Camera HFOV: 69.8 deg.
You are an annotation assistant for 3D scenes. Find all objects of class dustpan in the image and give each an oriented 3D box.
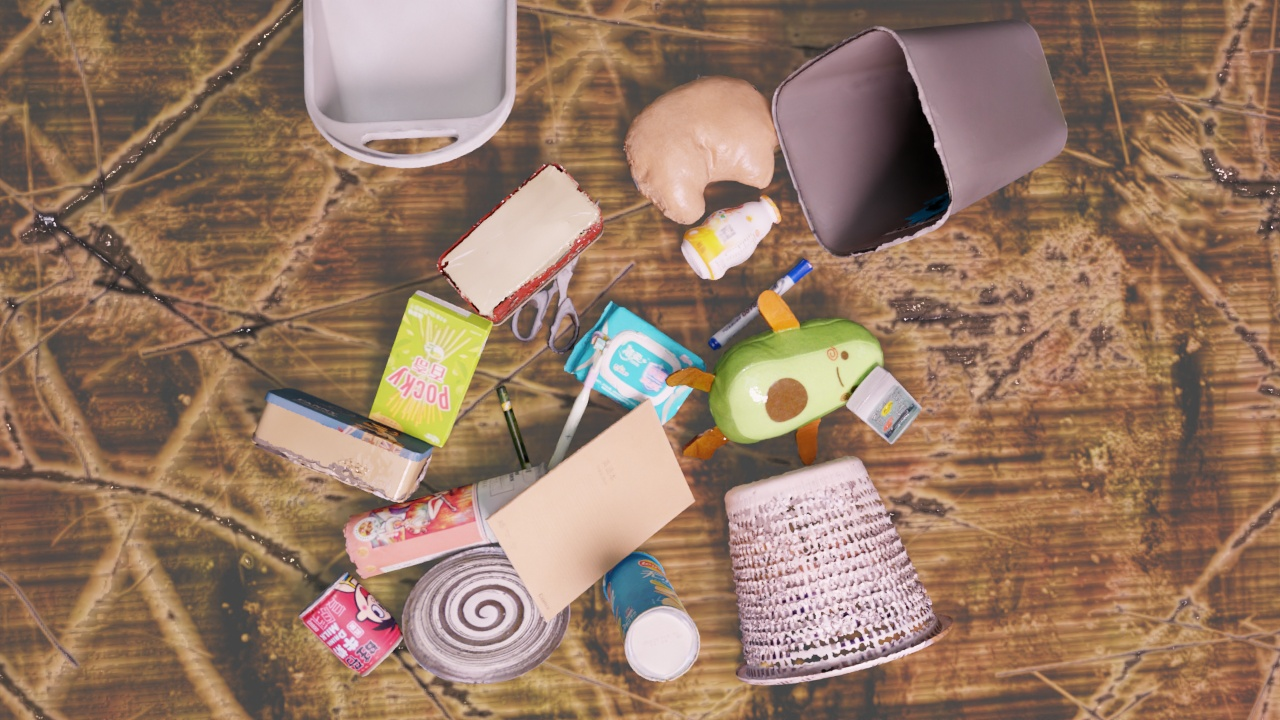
[{"bbox_3d":[-0.230,-0.313,0.921,0.222,0.142,0.258,-4,94,-6],"label":"dustpan"}]

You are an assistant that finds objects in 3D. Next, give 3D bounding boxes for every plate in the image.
[{"bbox_3d":[-0.165,0.271,0.985,0.179,0.024,0.180,-5,116,-11],"label":"plate"}]

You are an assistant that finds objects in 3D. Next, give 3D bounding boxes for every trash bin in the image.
[{"bbox_3d":[0.184,0.210,0.958,0.227,0.228,0.192,-15,81,-6],"label":"trash bin"},{"bbox_3d":[0.291,-0.235,0.936,0.219,0.199,0.198,-21,94,-28],"label":"trash bin"}]

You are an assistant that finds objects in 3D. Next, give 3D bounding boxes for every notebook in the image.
[{"bbox_3d":[-0.046,0.155,0.959,0.211,0.012,0.149,-36,123,-20],"label":"notebook"}]

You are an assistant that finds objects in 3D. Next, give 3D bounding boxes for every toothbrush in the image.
[{"bbox_3d":[-0.123,0.116,1.010,0.017,0.012,0.186,-18,93,-10],"label":"toothbrush"},{"bbox_3d":[-0.071,0.056,0.978,0.020,0.029,0.190,4,119,-38],"label":"toothbrush"}]

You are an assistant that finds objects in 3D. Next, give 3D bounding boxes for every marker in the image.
[{"bbox_3d":[0.134,-0.062,1.028,0.145,0.017,0.017,-40,95,-3],"label":"marker"}]

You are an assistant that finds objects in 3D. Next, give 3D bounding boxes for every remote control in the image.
[{"bbox_3d":[0.266,0.050,0.997,0.056,0.135,0.019,-51,53,4],"label":"remote control"}]

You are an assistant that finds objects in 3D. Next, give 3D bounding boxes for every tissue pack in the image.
[{"bbox_3d":[-0.006,0.006,0.999,0.133,0.050,0.093,32,90,-5],"label":"tissue pack"}]

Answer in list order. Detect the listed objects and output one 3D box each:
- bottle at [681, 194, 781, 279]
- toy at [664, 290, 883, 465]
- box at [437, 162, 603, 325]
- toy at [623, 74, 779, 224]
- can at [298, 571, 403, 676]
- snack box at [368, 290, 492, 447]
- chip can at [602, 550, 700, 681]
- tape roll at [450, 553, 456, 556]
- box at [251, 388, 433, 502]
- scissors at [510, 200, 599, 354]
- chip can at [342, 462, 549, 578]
[{"bbox_3d":[0.100,-0.136,0.999,0.108,0.063,0.063,-34,95,-4],"label":"bottle"},{"bbox_3d":[0.151,0.024,0.982,0.246,0.090,0.227,-22,124,-4],"label":"toy"},{"bbox_3d":[-0.123,-0.121,0.962,0.168,0.080,0.091,-42,85,-3],"label":"box"},{"bbox_3d":[0.091,-0.245,0.991,0.226,0.082,0.143,-27,95,-9],"label":"toy"},{"bbox_3d":[-0.303,0.278,0.968,0.066,0.066,0.094,-43,95,-3],"label":"can"},{"bbox_3d":[-0.219,0.011,0.955,0.086,0.026,0.157,24,117,-6],"label":"snack box"},{"bbox_3d":[0.006,0.251,0.927,0.071,0.210,0.071,0,92,-7],"label":"chip can"},{"bbox_3d":[-0.166,0.224,1.007,0.086,0.014,0.086,0,92,-6],"label":"tape roll"},{"bbox_3d":[-0.312,0.084,0.949,0.184,0.090,0.061,25,89,-5],"label":"box"},{"bbox_3d":[-0.091,-0.095,1.005,0.146,0.014,0.172,-17,93,-6],"label":"scissors"},{"bbox_3d":[-0.195,0.170,0.967,0.215,0.071,0.071,-15,93,-1],"label":"chip can"}]
